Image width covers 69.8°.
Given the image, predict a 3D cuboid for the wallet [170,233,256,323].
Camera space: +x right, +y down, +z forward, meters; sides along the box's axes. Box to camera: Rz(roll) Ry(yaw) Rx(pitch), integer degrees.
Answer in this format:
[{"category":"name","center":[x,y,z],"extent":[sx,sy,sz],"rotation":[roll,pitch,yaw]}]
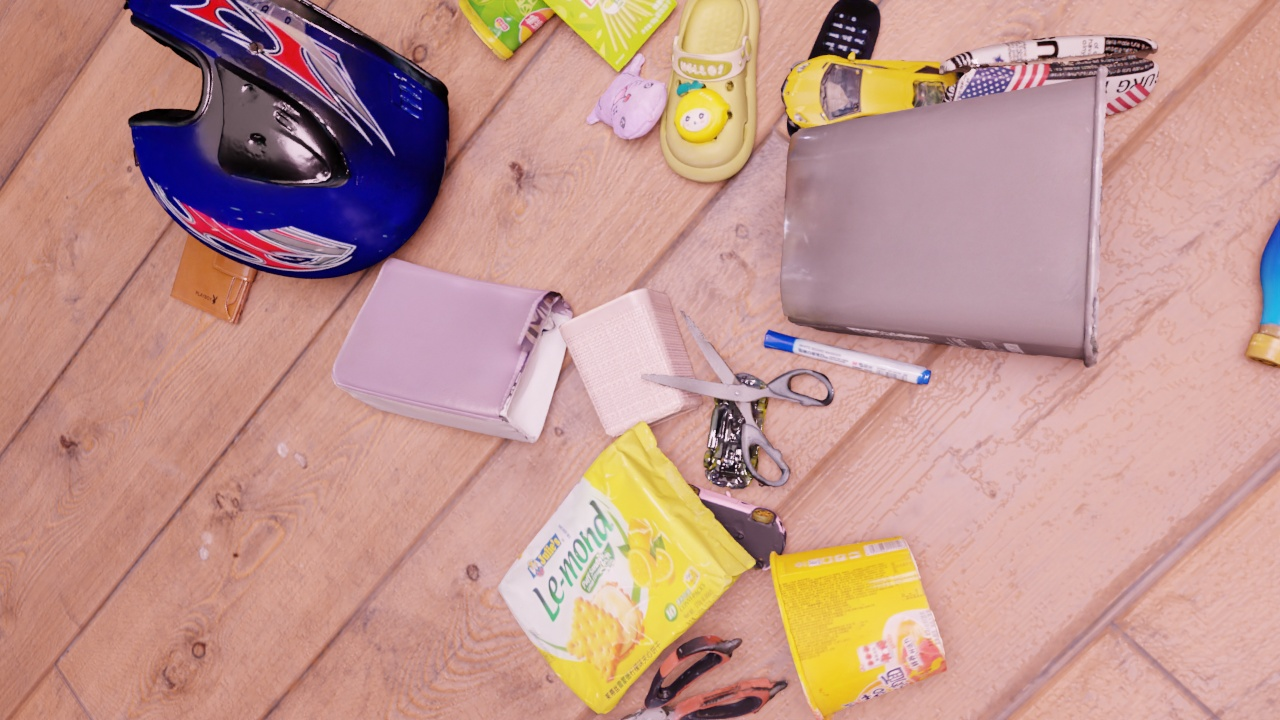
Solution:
[{"category":"wallet","center":[-0.473,-0.117,1.037],"extent":[0.108,0.031,0.132],"rotation":[22,96,21]}]

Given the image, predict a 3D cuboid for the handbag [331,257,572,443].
[{"category":"handbag","center":[-0.177,-0.011,0.889],"extent":[0.197,0.098,0.144],"rotation":[11,75,21]}]

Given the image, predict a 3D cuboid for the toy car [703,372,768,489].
[{"category":"toy car","center":[0.088,0.064,0.826],"extent":[0.048,0.032,0.105],"rotation":[7,81,20]}]

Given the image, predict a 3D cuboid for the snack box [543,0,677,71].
[{"category":"snack box","center":[-0.050,-0.355,0.853],"extent":[0.156,0.026,0.086],"rotation":[40,107,-21]}]

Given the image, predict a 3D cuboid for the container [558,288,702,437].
[{"category":"container","center":[-0.005,0.005,0.833],"extent":[0.090,0.090,0.111],"rotation":[-23,82,16]}]

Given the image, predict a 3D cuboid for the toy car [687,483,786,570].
[{"category":"toy car","center":[0.072,0.146,0.822],"extent":[0.122,0.037,0.056],"rotation":[16,106,19]}]

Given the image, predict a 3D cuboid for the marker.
[{"category":"marker","center":[0.180,-0.003,0.805],"extent":[0.146,0.017,0.017],"rotation":[15,92,20]}]

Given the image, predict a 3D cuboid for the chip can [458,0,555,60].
[{"category":"chip can","center":[-0.075,-0.392,0.888],"extent":[0.221,0.072,0.072],"rotation":[-38,75,13]}]

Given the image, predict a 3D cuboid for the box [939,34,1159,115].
[{"category":"box","center":[0.323,-0.215,0.727],"extent":[0.163,0.075,0.081],"rotation":[-1,95,4]}]

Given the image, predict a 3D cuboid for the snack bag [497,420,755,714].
[{"category":"snack bag","center":[-0.017,0.192,0.817],"extent":[0.158,0.068,0.247],"rotation":[48,121,19]}]

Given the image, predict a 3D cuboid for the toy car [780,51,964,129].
[{"category":"toy car","center":[0.198,-0.222,0.781],"extent":[0.156,0.041,0.071],"rotation":[4,88,-1]}]

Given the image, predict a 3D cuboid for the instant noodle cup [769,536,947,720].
[{"category":"instant noodle cup","center":[0.176,0.208,0.738],"extent":[0.110,0.138,0.138],"rotation":[-17,81,9]}]

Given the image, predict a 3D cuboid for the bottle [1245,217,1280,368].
[{"category":"bottle","center":[0.503,-0.100,0.670],"extent":[0.065,0.065,0.219],"rotation":[24,95,19]}]

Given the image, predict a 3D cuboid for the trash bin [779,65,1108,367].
[{"category":"trash bin","center":[0.237,-0.096,0.705],"extent":[0.220,0.198,0.198],"rotation":[2,87,26]}]

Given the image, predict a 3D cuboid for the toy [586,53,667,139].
[{"category":"toy","center":[-0.007,-0.242,0.857],"extent":[0.084,0.039,0.108],"rotation":[-52,32,10]}]

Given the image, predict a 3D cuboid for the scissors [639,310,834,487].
[{"category":"scissors","center":[0.087,0.033,0.791],"extent":[0.181,0.014,0.159],"rotation":[-5,89,-13]}]

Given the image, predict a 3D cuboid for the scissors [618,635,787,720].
[{"category":"scissors","center":[0.027,0.306,0.809],"extent":[0.221,0.015,0.190],"rotation":[-6,129,-2]}]

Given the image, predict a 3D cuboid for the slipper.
[{"category":"slipper","center":[0.058,-0.260,0.830],"extent":[0.092,0.081,0.190],"rotation":[5,86,22]}]

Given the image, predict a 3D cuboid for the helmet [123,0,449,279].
[{"category":"helmet","center":[-0.346,-0.210,0.862],"extent":[0.315,0.247,0.240],"rotation":[27,91,-14]}]

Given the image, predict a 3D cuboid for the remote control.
[{"category":"remote control","center":[0.172,-0.255,0.817],"extent":[0.053,0.024,0.136],"rotation":[23,95,13]}]
